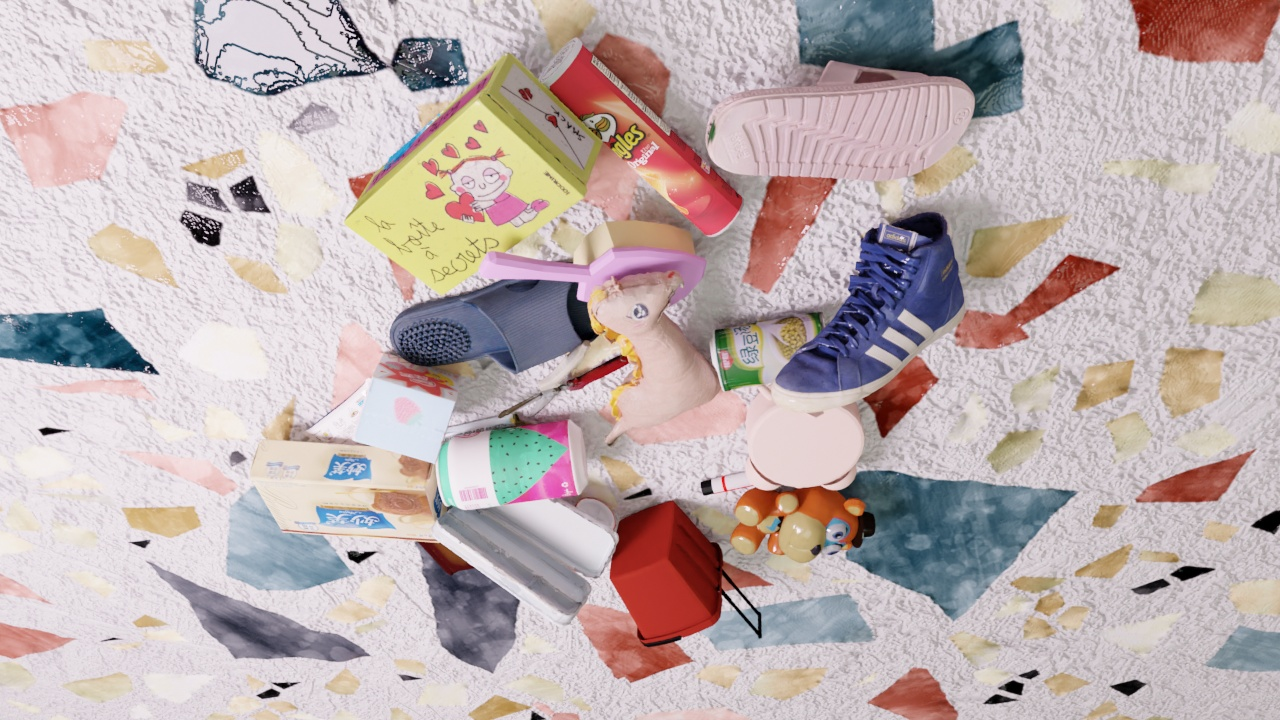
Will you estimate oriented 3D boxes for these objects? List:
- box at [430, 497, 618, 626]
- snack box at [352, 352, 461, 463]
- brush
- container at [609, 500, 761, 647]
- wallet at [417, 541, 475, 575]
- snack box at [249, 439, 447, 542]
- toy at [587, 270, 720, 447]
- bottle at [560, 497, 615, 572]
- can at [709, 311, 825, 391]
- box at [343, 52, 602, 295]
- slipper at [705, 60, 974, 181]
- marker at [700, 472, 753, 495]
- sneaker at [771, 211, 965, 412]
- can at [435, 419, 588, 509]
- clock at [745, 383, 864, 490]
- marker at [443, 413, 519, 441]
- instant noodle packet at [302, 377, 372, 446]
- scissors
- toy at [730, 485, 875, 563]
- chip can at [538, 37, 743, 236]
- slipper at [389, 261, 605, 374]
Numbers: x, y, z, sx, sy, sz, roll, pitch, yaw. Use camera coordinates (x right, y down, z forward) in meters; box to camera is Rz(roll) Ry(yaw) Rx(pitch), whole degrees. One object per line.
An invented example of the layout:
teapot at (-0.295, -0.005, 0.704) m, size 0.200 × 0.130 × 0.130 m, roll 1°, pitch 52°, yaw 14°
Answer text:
box at (-0.148, 0.224, 1.114) m, size 0.211 × 0.105 × 0.130 m, roll 28°, pitch 123°, yaw 9°
snack box at (-0.255, 0.050, 1.010) m, size 0.093 × 0.094 × 0.079 m, roll 18°, pitch 104°, yaw -12°
brush at (-0.045, -0.093, 0.866) m, size 0.228 × 0.043 × 0.089 m, roll 2°, pitch 147°, yaw -32°
container at (0.055, 0.296, 1.182) m, size 0.127 × 0.147 × 0.201 m, roll -24°, pitch 116°, yaw 20°
wallet at (-0.236, 0.252, 1.245) m, size 0.116 × 0.018 × 0.091 m, roll -16°, pitch 128°, yaw 20°
snack box at (-0.350, 0.163, 1.125) m, size 0.207 × 0.055 × 0.154 m, roll 4°, pitch 144°, yaw -1°
toy at (-0.006, 0.006, 0.948) m, size 0.196 × 0.065 × 0.264 m, roll -31°, pitch 148°, yaw 12°
bottle at (-0.087, 0.241, 1.197) m, size 0.062 × 0.061 × 0.138 m, roll 23°, pitch 126°, yaw -16°
can at (0.138, -0.009, 0.972) m, size 0.121 × 0.067 × 0.067 m, roll -10°, pitch 129°, yaw 10°
box at (-0.153, -0.157, 0.823) m, size 0.222 × 0.082 × 0.124 m, roll -25°, pitch 126°, yaw 37°
slipper at (0.170, -0.211, 0.805) m, size 0.239 × 0.064 × 0.094 m, roll -5°, pitch 135°, yaw -10°
marker at (0.146, 0.144, 1.132) m, size 0.146 × 0.019 × 0.019 m, roll -14°, pitch 128°, yaw 14°
sneaker at (0.218, -0.054, 0.870) m, size 0.232 × 0.091 × 0.118 m, roll -28°, pitch 127°, yaw -18°
can at (-0.148, 0.122, 1.071) m, size 0.166 × 0.088 × 0.088 m, roll -8°, pitch 130°, yaw 0°
clock at (0.187, 0.090, 1.044) m, size 0.131 × 0.086 × 0.161 m, roll 0°, pitch 132°, yaw 3°
marker at (-0.215, 0.084, 1.100) m, size 0.147 × 0.017 × 0.017 m, roll -13°, pitch 128°, yaw 13°
instant noodle packet at (-0.328, 0.079, 1.094) m, size 0.134 × 0.026 × 0.087 m, roll -35°, pitch 121°, yaw 27°
scissors at (-0.076, 0.018, 1.012) m, size 0.196 × 0.015 × 0.179 m, roll -19°, pitch 162°, yaw -4°
toy at (0.200, 0.198, 1.136) m, size 0.176 × 0.096 × 0.112 m, roll -6°, pitch 133°, yaw -6°
chip can at (0.005, -0.196, 0.831) m, size 0.214 × 0.051 × 0.052 m, roll 38°, pitch 122°, yaw -26°
slipper at (-0.144, -0.026, 0.963) m, size 0.264 × 0.082 × 0.101 m, roll -12°, pitch 131°, yaw 13°
